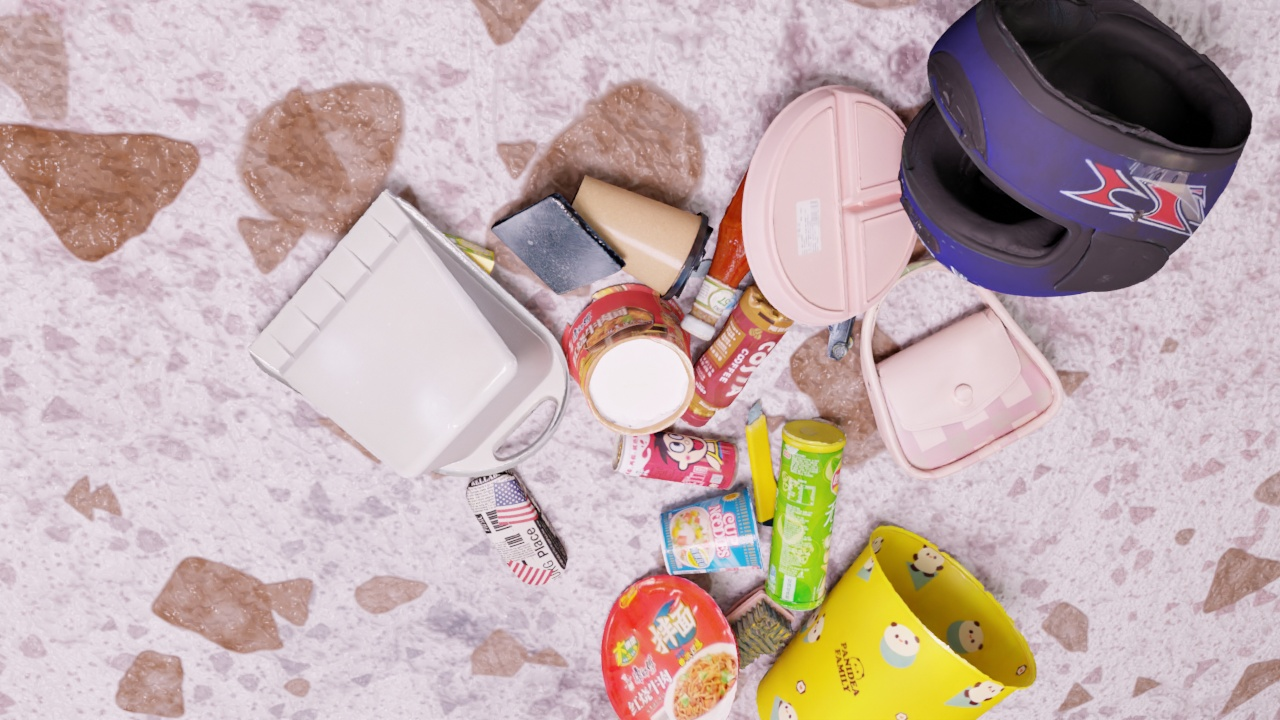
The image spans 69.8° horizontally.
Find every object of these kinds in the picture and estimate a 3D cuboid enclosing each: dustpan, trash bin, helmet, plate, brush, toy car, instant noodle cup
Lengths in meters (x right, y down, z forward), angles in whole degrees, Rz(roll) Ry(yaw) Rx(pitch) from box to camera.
[{"bbox_3d":[-0.205,0.003,0.920,0.223,0.142,0.257,-45,84,12],"label":"dustpan"},{"bbox_3d":[0.285,0.365,1.083,0.229,0.229,0.256,28,113,-19],"label":"trash bin"},{"bbox_3d":[0.351,-0.175,0.815,0.314,0.247,0.241,-1,148,-29],"label":"helmet"},{"bbox_3d":[0.193,-0.145,0.879,0.229,0.028,0.230,-9,107,-32],"label":"plate"},{"bbox_3d":[0.115,0.338,1.120,0.146,0.073,0.063,-43,113,16],"label":"brush"},{"bbox_3d":[0.216,-0.044,0.977,0.034,0.042,0.091,14,111,15],"label":"toy car"},{"bbox_3d":[-0.006,0.005,0.930,0.138,0.108,0.138,-3,115,-7],"label":"instant noodle cup"},{"bbox_3d":[0.079,0.201,1.045,0.110,0.099,0.099,-12,116,5],"label":"instant noodle cup"},{"bbox_3d":[0.045,0.350,1.075,0.065,0.194,0.194,17,115,-51],"label":"instant noodle cup"}]

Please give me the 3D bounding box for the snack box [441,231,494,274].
[{"bbox_3d":[-0.211,-0.058,0.914,0.087,0.033,0.141,21,108,-17],"label":"snack box"}]

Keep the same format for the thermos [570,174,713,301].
[{"bbox_3d":[-0.002,-0.121,0.889,0.143,0.093,0.093,24,109,-9],"label":"thermos"}]

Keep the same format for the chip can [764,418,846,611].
[{"bbox_3d":[0.187,0.179,1.049,0.072,0.072,0.221,0,110,-8],"label":"chip can"}]

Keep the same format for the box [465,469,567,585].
[{"bbox_3d":[-0.138,0.188,1.036,0.068,0.051,0.164,-28,117,-6],"label":"box"}]

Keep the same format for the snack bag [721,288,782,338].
[{"bbox_3d":[0.111,-0.056,0.962,0.104,0.026,0.048,17,117,-16],"label":"snack bag"}]

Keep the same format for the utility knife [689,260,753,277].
[{"bbox_3d":[0.154,-0.097,0.958,0.218,0.013,0.029,-3,115,-6],"label":"utility knife"}]

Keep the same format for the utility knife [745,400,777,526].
[{"bbox_3d":[0.140,0.122,1.055,0.033,0.015,0.172,-21,117,-21],"label":"utility knife"}]

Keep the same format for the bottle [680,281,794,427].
[{"bbox_3d":[0.094,-0.001,0.952,0.057,0.057,0.175,20,127,-16],"label":"bottle"}]

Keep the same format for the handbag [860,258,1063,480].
[{"bbox_3d":[0.328,-0.003,0.997,0.193,0.093,0.234,-28,107,5],"label":"handbag"}]

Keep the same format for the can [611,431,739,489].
[{"bbox_3d":[0.038,0.107,1.013,0.132,0.053,0.053,10,112,-12],"label":"can"}]

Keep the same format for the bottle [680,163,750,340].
[{"bbox_3d":[0.100,-0.117,0.898,0.059,0.060,0.206,25,98,-18],"label":"bottle"}]

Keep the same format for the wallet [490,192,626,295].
[{"bbox_3d":[-0.080,-0.109,0.874,0.097,0.121,0.019,43,60,-23],"label":"wallet"}]
